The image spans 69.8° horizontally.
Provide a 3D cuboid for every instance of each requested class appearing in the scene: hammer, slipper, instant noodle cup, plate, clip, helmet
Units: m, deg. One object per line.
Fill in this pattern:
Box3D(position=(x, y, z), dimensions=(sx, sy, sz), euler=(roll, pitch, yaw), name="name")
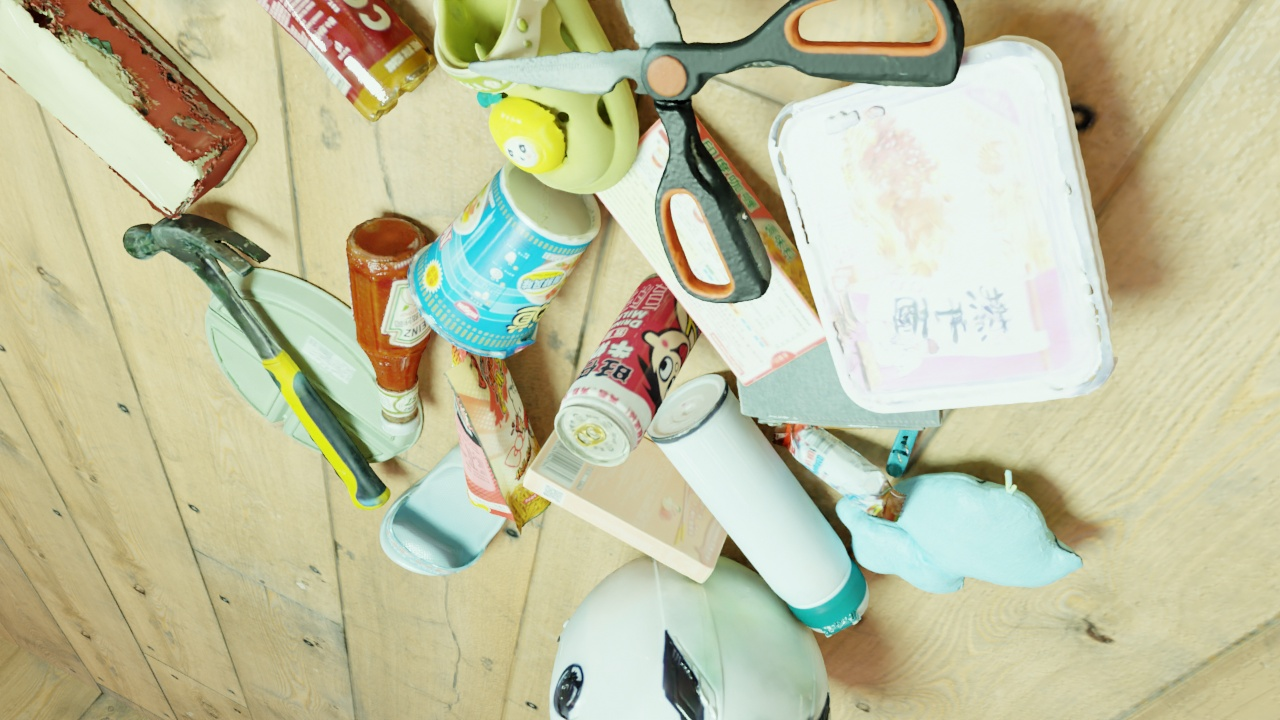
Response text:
Box3D(position=(-0.312, 0.013, 0.808), dimensions=(0.126, 0.031, 0.323), euler=(-1, 129, 32), name="hammer")
Box3D(position=(-0.190, 0.160, 0.890), dimensions=(0.104, 0.074, 0.246), euler=(37, 137, -8), name="slipper")
Box3D(position=(0.154, -0.065, 0.459), dimensions=(0.138, 0.060, 0.173), euler=(-8, 114, 35), name="instant noodle cup")
Box3D(position=(-0.082, -0.072, 0.593), dimensions=(0.099, 0.099, 0.110), euler=(39, 129, -9), name="instant noodle cup")
Box3D(position=(-0.073, -0.168, 0.490), dimensions=(0.092, 0.081, 0.191), euler=(4, 127, 43), name="slipper")
Box3D(position=(-0.308, 0.015, 0.852), dimensions=(0.230, 0.027, 0.231), euler=(16, 137, 15), name="plate")
Box3D(position=(0.176, 0.054, 0.611), dimensions=(0.014, 0.046, 0.057), euler=(19, 134, 17), name="clip")
Box3D(position=(0.057, 0.243, 0.724), dimensions=(0.229, 0.258, 0.146), euler=(24, 103, -15), name="helmet")

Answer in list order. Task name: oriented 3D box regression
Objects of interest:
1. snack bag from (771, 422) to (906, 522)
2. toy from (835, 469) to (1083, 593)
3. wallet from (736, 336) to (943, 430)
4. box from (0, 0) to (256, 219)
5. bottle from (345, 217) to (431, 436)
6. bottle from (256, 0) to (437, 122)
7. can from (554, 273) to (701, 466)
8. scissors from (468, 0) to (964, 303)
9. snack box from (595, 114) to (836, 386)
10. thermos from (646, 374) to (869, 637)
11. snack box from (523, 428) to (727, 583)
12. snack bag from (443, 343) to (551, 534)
Box3D(position=(0.136, 0.073, 0.632), dimensions=(0.104, 0.026, 0.048), euler=(40, 156, 28), name="snack bag")
Box3D(position=(0.213, 0.119, 0.632), dimensions=(0.161, 0.049, 0.156), euler=(23, 145, 23), name="toy")
Box3D(position=(0.122, -0.003, 0.577), dimensions=(0.130, 0.036, 0.107), euler=(3, 121, 27), name="wallet")
Box3D(position=(-0.375, -0.187, 0.657), dimensions=(0.168, 0.077, 0.092), euler=(45, 137, -17), name="box")
Box3D(position=(-0.195, -0.017, 0.726), dimensions=(0.060, 0.059, 0.207), euler=(21, 136, 11), name="bottle")
Box3D(position=(-0.198, -0.224, 0.532), dimensions=(0.058, 0.057, 0.175), euler=(-24, 115, 43), name="bottle")
Box3D(position=(-0.003, 0.003, 0.582), dimensions=(0.053, 0.132, 0.053), euler=(17, 136, 16), name="can")
Box3D(position=(0.028, -0.121, 0.429), dimensions=(0.231, 0.021, 0.221), euler=(4, 128, 16), name="scissors")
Box3D(position=(0.044, -0.064, 0.542), dimensions=(0.156, 0.026, 0.077), euler=(53, 136, -3), name="snack box")
Box3D(position=(0.095, 0.113, 0.681), dimensions=(0.073, 0.073, 0.224), euler=(-18, 118, 41), name="thermos")
Box3D(position=(-0.004, 0.100, 0.713), dimensions=(0.157, 0.084, 0.026), euler=(29, 135, 3), name="snack box")
Box3D(position=(-0.120, 0.035, 0.707), dimensions=(0.073, 0.128, 0.208), euler=(-13, 135, -5), name="snack bag")
